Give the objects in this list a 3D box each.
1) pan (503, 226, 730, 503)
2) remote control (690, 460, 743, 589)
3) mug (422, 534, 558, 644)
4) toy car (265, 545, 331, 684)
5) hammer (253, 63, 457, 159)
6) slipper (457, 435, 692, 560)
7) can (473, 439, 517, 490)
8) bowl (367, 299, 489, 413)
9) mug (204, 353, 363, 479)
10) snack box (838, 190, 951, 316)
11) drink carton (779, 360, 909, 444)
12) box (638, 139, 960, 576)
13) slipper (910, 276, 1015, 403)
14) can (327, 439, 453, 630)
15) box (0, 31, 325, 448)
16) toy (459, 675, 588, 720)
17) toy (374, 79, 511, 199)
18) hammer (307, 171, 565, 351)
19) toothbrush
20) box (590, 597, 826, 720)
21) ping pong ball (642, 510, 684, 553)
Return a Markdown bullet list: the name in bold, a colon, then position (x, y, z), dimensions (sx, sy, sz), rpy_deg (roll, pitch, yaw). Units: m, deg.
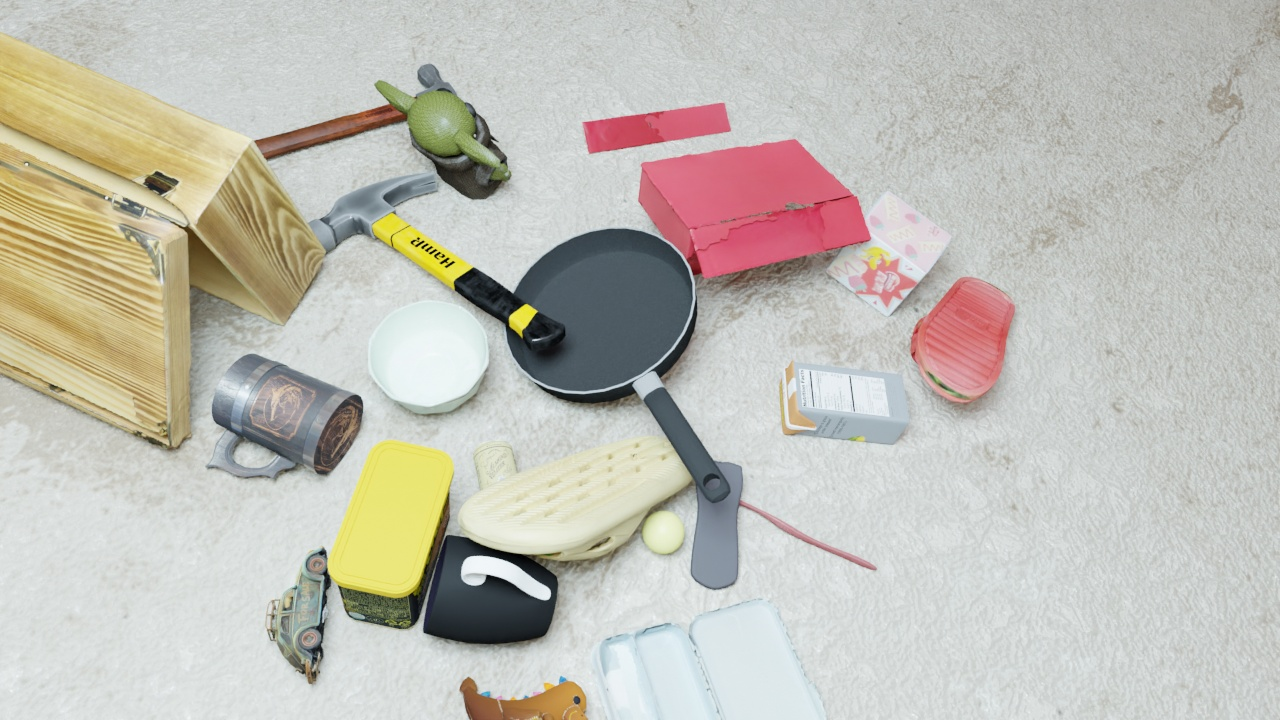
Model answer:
- **pan**: position (-0.006, 0.005, 0.906), dimensions (0.204, 0.044, 0.355), rpy_deg (-31, 55, -3)
- **remote control**: position (0.073, 0.156, 0.879), dimensions (0.046, 0.009, 0.124), rpy_deg (7, 67, -4)
- **mug**: position (-0.119, 0.191, 0.765), dimensions (0.100, 0.119, 0.084), rpy_deg (15, 58, -13)
- **toy car**: position (-0.284, 0.210, 0.760), dimensions (0.047, 0.047, 0.111), rpy_deg (4, 54, -15)
- **hammer**: position (-0.360, -0.280, 1.104), dimensions (0.300, 0.028, 0.111), rpy_deg (-24, 62, -25)
- **slipper**: position (-0.043, 0.136, 0.827), dimensions (0.111, 0.079, 0.260), rpy_deg (16, 22, 38)
- **can**: position (-0.132, 0.117, 0.862), dimensions (0.038, 0.038, 0.079), rpy_deg (-8, 57, -17)
- **bowl**: position (-0.206, 0.004, 0.908), dimensions (0.117, 0.061, 0.117), rpy_deg (2, 62, -3)
- **mug**: position (-0.332, 0.064, 0.845), dimensions (0.107, 0.080, 0.115), rpy_deg (23, 80, 7)
- **snack box**: position (0.289, -0.124, 1.074), dimensions (0.095, 0.093, 0.079), rpy_deg (38, 57, 7)
- **drink carton**: position (0.213, 0.045, 0.973), dimensions (0.125, 0.049, 0.076), rpy_deg (6, 54, -7)
- **box**: position (0.171, -0.037, 0.983), dimensions (0.214, 0.138, 0.467), rpy_deg (-14, 67, -22)
- **slipper**: position (0.362, -0.020, 1.044), dimensions (0.103, 0.059, 0.248), rpy_deg (30, 39, 11)
- **can**: position (-0.208, 0.151, 0.784), dimensions (0.072, 0.101, 0.130), rpy_deg (13, 54, -2)
- **box**: position (-0.497, -0.102, 0.821), dimensions (0.279, 0.270, 0.263), rpy_deg (25, 70, 6)
- **toy**: position (-0.096, 0.283, 0.756), dimensions (0.090, 0.071, 0.103), rpy_deg (-19, 37, -37)
- **toy**: position (-0.209, -0.250, 1.045), dimensions (0.179, 0.153, 0.078), rpy_deg (35, 83, 15)
- **hammer**: position (-0.204, -0.103, 0.976), dimensions (0.324, 0.034, 0.169), rpy_deg (34, 55, 25)
- **toothbrush**: position (0.145, 0.166, 0.897), dimensions (0.184, 0.015, 0.015), rpy_deg (24, 57, 5)
- **box**: position (0.070, 0.313, 0.773), dimensions (0.189, 0.038, 0.209), rpy_deg (-9, 57, -26)
- **ping pong ball**: position (0.022, 0.161, 0.860), dimensions (0.040, 0.040, 0.040), rpy_deg (5, 55, -8)
